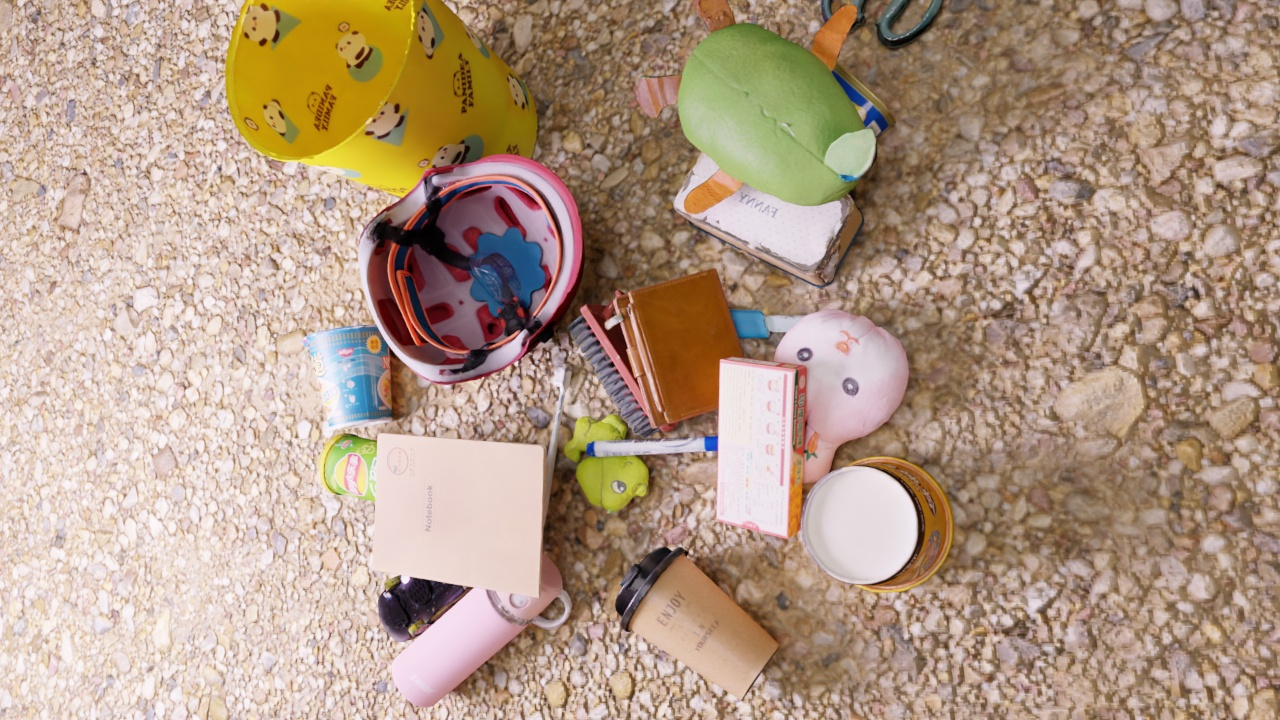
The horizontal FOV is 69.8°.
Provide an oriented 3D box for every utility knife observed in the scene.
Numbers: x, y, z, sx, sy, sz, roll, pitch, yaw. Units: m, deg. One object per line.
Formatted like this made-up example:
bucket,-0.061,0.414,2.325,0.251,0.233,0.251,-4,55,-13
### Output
utility knife,0.091,-0.035,0.893,0.218,0.018,0.034,2,95,26

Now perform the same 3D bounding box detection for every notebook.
notebook,-0.186,0.152,0.925,0.208,0.008,0.148,2,89,26

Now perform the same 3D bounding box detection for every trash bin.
trash bin,-0.250,-0.277,0.962,0.230,0.255,0.229,-4,80,25

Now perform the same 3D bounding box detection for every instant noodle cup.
instant noodle cup,-0.328,0.022,1.050,0.099,0.099,0.110,-12,86,24
instant noodle cup,0.193,0.136,0.765,0.119,0.114,0.118,-5,79,25

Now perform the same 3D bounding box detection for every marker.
marker,0.019,0.083,0.892,0.146,0.017,0.017,-4,80,12

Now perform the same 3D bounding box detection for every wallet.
wallet,0.036,-0.011,0.865,0.119,0.035,0.130,-16,88,-9

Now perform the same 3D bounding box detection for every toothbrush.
toothbrush,-0.096,0.094,0.965,0.016,0.016,0.180,6,84,34

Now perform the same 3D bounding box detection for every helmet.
helmet,-0.156,-0.095,0.952,0.240,0.144,0.207,-33,84,8

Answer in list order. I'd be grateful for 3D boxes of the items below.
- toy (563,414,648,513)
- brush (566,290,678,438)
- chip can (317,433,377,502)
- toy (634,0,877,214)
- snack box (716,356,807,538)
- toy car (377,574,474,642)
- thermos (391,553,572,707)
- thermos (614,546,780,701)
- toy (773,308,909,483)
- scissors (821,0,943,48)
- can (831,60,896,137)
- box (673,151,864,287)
toy,-0.035,0.104,0.926,0.097,0.031,0.100,-4,76,25
brush,-0.005,0.005,0.902,0.069,0.063,0.146,-35,81,18
chip can,-0.246,0.130,1.000,0.222,0.072,0.072,8,85,26
toy,0.106,-0.225,0.817,0.246,0.089,0.227,47,114,20
snack box,0.108,0.077,0.832,0.077,0.027,0.156,9,104,35
toy car,-0.222,0.239,0.988,0.158,0.042,0.070,-41,67,13
thermos,-0.160,0.280,0.945,0.199,0.067,0.087,-41,99,13
thermos,0.051,0.239,0.835,0.143,0.093,0.093,35,98,19
toy,0.166,0.032,0.831,0.121,0.054,0.160,36,106,26
scissors,0.234,-0.388,0.879,0.144,0.019,0.180,14,90,27
can,0.173,-0.229,0.863,0.083,0.057,0.102,-45,66,16
box,0.115,-0.144,0.877,0.184,0.061,0.090,33,96,28
